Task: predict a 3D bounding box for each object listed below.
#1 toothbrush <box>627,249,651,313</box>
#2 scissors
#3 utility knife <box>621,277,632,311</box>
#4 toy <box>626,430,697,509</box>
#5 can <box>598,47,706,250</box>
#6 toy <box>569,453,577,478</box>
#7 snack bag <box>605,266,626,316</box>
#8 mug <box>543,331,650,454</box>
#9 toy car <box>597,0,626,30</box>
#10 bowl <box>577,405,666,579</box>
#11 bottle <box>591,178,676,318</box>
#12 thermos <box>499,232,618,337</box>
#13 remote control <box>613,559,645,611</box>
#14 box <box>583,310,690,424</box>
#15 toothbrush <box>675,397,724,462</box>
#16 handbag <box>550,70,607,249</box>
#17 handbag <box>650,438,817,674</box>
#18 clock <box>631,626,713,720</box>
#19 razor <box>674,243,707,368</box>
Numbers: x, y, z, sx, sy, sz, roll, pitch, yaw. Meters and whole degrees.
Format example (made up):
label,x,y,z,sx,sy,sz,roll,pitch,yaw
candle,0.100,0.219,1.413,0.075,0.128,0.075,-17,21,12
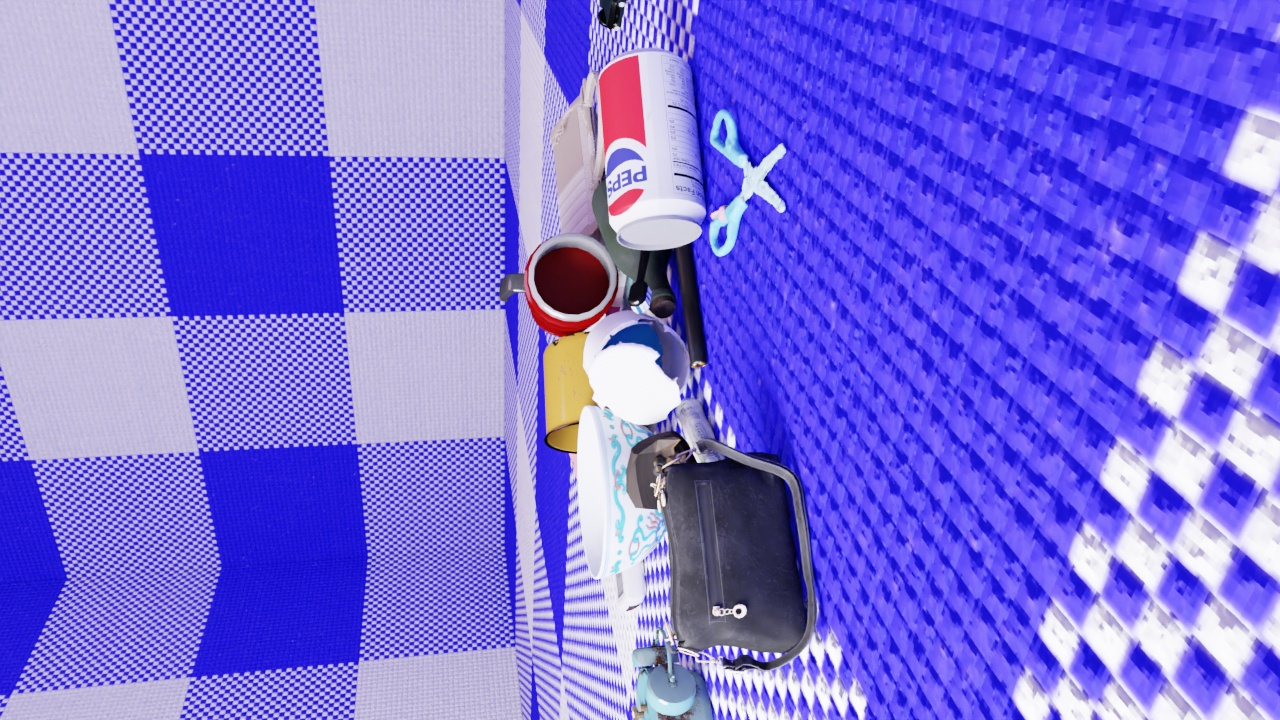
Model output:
label,x,y,z,sx,sy,sz,roll,pitch,yaw
toothbrush,0.007,-0.099,0.724,0.014,0.014,0.167,56,-150,-37
scissors,0.064,-0.122,0.568,0.141,0.015,0.111,148,119,-69
utility knife,-0.026,-0.005,0.986,0.224,0.019,0.030,98,160,-46
toy,0.024,0.102,0.673,0.063,0.076,0.100,-10,102,40
can,0.008,-0.154,0.672,0.070,0.070,0.132,129,137,-73
toy,-0.060,0.102,1.077,0.090,0.051,0.109,80,174,-57
snack bag,-0.020,-0.115,0.911,0.070,0.016,0.197,-97,15,-46
mug,-0.034,0.027,0.874,0.124,0.100,0.094,-21,63,34
toy car,-0.026,-0.370,0.884,0.046,0.034,0.112,111,155,-61
bowl,-0.007,0.108,0.775,0.144,0.074,0.144,177,91,-78
bottle,0.000,-0.092,0.763,0.174,0.055,0.055,-108,20,-49
thermos,-0.082,-0.068,0.885,0.199,0.108,0.084,156,114,-83
remote control,-0.017,0.189,0.955,0.060,0.025,0.138,113,153,-64
box,-0.006,0.007,0.713,0.080,0.089,0.143,53,176,-9
toothbrush,0.053,0.082,0.615,0.185,0.022,0.024,-110,3,-59
handbag,-0.050,-0.214,0.950,0.198,0.062,0.175,113,153,-65
handbag,0.048,0.105,0.504,0.054,0.079,0.128,121,145,-68
clock,0.023,0.269,0.716,0.090,0.053,0.124,-144,52,-74
razor,0.033,-0.062,0.697,0.042,0.022,0.144,24,-131,-55
